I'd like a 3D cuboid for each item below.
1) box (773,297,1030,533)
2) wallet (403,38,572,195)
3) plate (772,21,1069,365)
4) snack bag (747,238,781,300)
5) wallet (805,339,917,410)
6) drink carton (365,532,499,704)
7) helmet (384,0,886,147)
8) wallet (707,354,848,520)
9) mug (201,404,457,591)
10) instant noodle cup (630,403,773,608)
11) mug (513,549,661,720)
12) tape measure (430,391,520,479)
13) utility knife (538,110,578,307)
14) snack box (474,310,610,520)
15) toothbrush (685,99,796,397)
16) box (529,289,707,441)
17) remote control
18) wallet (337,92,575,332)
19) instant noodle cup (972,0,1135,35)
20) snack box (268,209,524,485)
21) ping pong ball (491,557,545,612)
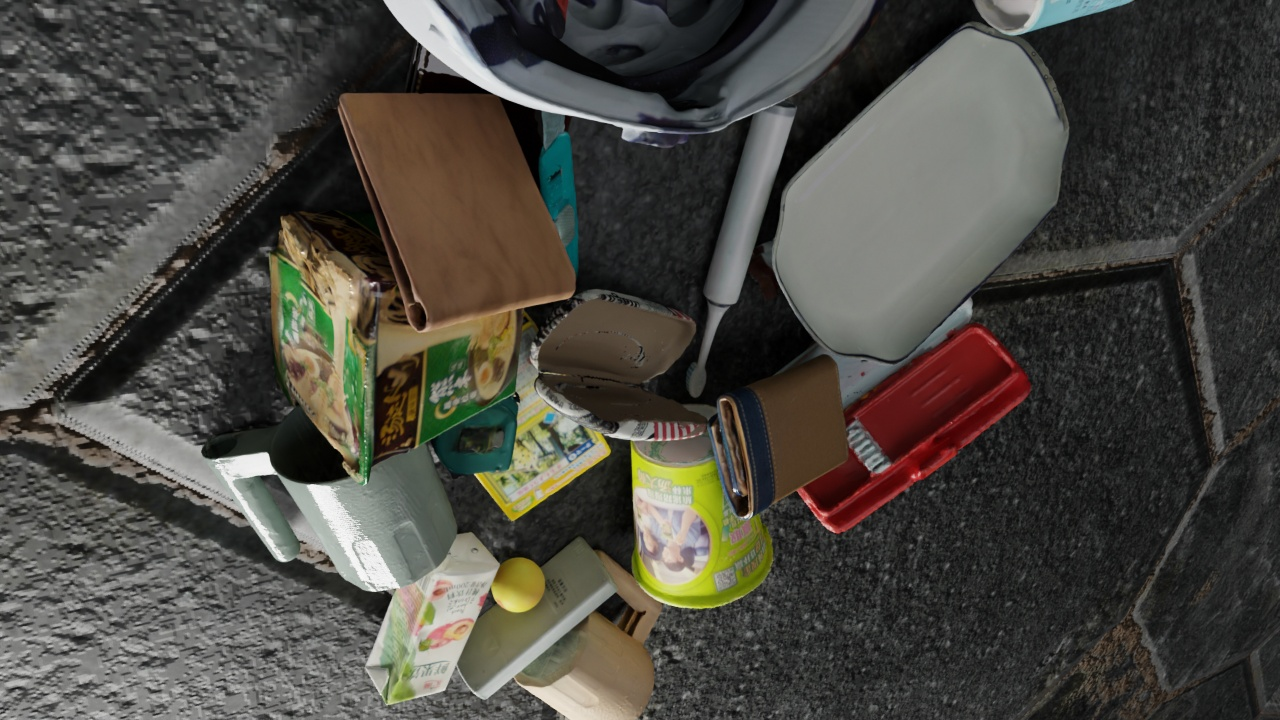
[{"bbox_3d":[0.191,0.027,0.725,0.201,0.069,0.157,-37,104,3],"label":"box"},{"bbox_3d":[-0.077,-0.149,0.495,0.096,0.020,0.122,5,119,-30],"label":"wallet"},{"bbox_3d":[0.195,-0.116,0.647,0.265,0.034,0.162,-43,112,-11],"label":"plate"},{"bbox_3d":[0.121,-0.090,0.659,0.105,0.026,0.045,-40,125,-3],"label":"snack bag"},{"bbox_3d":[0.198,-0.007,0.767,0.130,0.035,0.119,24,112,-41],"label":"wallet"},{"bbox_3d":[-0.151,0.183,0.657,0.053,0.045,0.123,2,121,-46],"label":"drink carton"},{"bbox_3d":[-0.019,-0.212,0.395,0.258,0.146,0.229,-8,109,-35],"label":"helmet"},{"bbox_3d":[0.102,0.051,0.650,0.115,0.033,0.090,-20,105,-38],"label":"wallet"},{"bbox_3d":[-0.182,0.079,0.553,0.124,0.083,0.103,-8,130,4],"label":"mug"},{"bbox_3d":[0.041,0.103,0.692,0.111,0.112,0.123,-21,122,-20],"label":"instant noodle cup"},{"bbox_3d":[-0.038,0.228,0.748,0.124,0.084,0.103,-58,136,-20],"label":"mug"},{"bbox_3d":[-0.101,0.046,0.564,0.054,0.025,0.058,-6,123,-31],"label":"tape measure"},{"bbox_3d":[-0.045,-0.085,0.516,0.029,0.013,0.185,-51,164,-23],"label":"utility knife"},{"bbox_3d":[-0.084,0.038,0.610,0.087,0.034,0.140,-35,131,-8],"label":"snack box"},{"bbox_3d":[0.063,-0.070,0.635,0.026,0.026,0.221,3,119,-22],"label":"toothbrush"},{"bbox_3d":[-0.004,0.003,0.591,0.162,0.075,0.086,7,105,-57],"label":"box"},{"bbox_3d":[-0.083,0.197,0.705,0.135,0.056,0.019,-40,134,-5],"label":"remote control"},{"bbox_3d":[-0.087,-0.076,0.450,0.020,0.115,0.101,-22,177,40],"label":"wallet"},{"bbox_3d":[0.282,-0.271,0.593,0.120,0.111,0.111,-24,131,-8],"label":"instant noodle cup"},{"bbox_3d":[-0.126,-0.018,0.497,0.105,0.118,0.118,-14,127,-38],"label":"snack box"},{"bbox_3d":[-0.092,0.168,0.689,0.040,0.040,0.040,-17,128,-23],"label":"ping pong ball"}]
